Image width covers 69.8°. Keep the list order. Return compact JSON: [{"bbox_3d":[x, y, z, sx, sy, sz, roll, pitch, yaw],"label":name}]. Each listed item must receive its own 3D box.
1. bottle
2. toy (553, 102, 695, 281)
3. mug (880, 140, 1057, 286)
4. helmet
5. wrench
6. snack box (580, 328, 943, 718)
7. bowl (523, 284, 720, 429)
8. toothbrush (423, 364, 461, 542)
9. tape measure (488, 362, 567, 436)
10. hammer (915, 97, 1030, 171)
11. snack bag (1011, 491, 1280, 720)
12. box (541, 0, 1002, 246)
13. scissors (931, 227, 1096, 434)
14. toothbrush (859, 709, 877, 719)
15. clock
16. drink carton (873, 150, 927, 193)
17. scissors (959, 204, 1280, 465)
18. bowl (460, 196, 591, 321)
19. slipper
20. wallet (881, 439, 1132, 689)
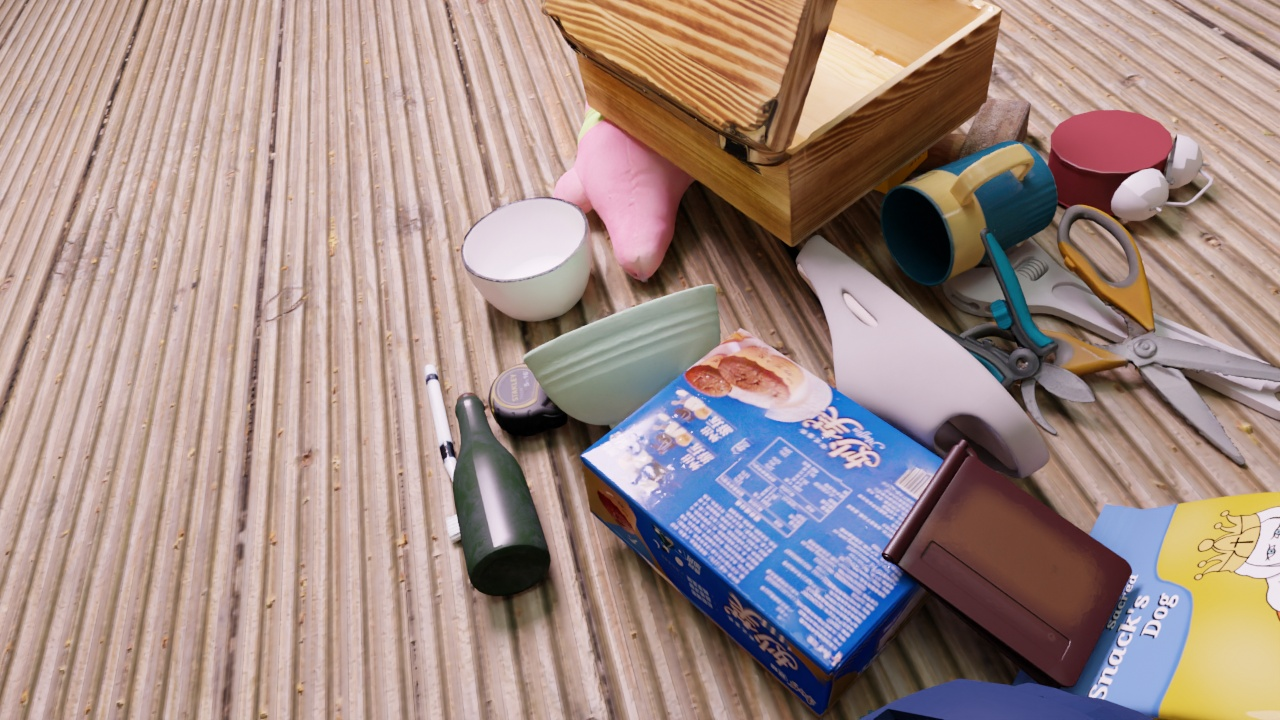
[{"bbox_3d":[-0.111,0.086,0.666,0.055,0.055,0.174,-20,44,-5],"label":"bottle"},{"bbox_3d":[0.003,-0.172,0.862,0.192,0.097,0.236,-8,58,14],"label":"toy"},{"bbox_3d":[0.257,-0.121,0.698,0.107,0.114,0.083,-23,71,-14],"label":"mug"},{"bbox_3d":[0.144,0.239,0.370,0.231,0.223,0.273,-43,15,-25],"label":"helmet"},{"bbox_3d":[0.346,-0.024,0.677,0.086,0.018,0.273,-37,50,-20],"label":"wrench"},{"bbox_3d":[0.086,0.090,0.581,0.154,0.069,0.203,-38,55,-24],"label":"snack box"},{"bbox_3d":[-0.004,0.004,0.677,0.151,0.151,0.077,-20,89,-5],"label":"bowl"},{"bbox_3d":[-0.156,0.068,0.724,0.017,0.012,0.186,-22,45,-2],"label":"toothbrush"},{"bbox_3d":[-0.089,0.031,0.725,0.061,0.034,0.061,-9,45,2],"label":"tape measure"},{"bbox_3d":[0.196,-0.204,0.874,0.301,0.037,0.157,14,52,27],"label":"hammer"},{"bbox_3d":[0.318,0.147,0.474,0.206,0.102,0.158,5,45,49],"label":"snack bag"},{"bbox_3d":[0.073,-0.300,0.683,0.283,0.324,0.279,-37,57,-15],"label":"box"},{"bbox_3d":[0.247,-0.018,0.654,0.125,0.154,0.019,-12,-4,37],"label":"scissors"},{"bbox_3d":[0.052,0.222,0.517,0.190,0.017,0.016,-12,45,3],"label":"toothbrush"},{"bbox_3d":[0.402,-0.162,0.771,0.096,0.048,0.137,-38,49,-21],"label":"clock"},{"bbox_3d":[0.185,-0.198,0.815,0.122,0.040,0.058,31,64,36],"label":"drink carton"},{"bbox_3d":[0.329,-0.012,0.650,0.216,0.016,0.225,-25,57,8],"label":"scissors"},{"bbox_3d":[-0.095,-0.086,0.817,0.116,0.066,0.116,-8,46,8],"label":"bowl"},{"bbox_3d":[0.166,0.005,0.643,0.080,0.113,0.265,-37,41,4],"label":"slipper"},{"bbox_3d":[0.204,0.111,0.509,0.115,0.018,0.091,38,64,10],"label":"wallet"}]
